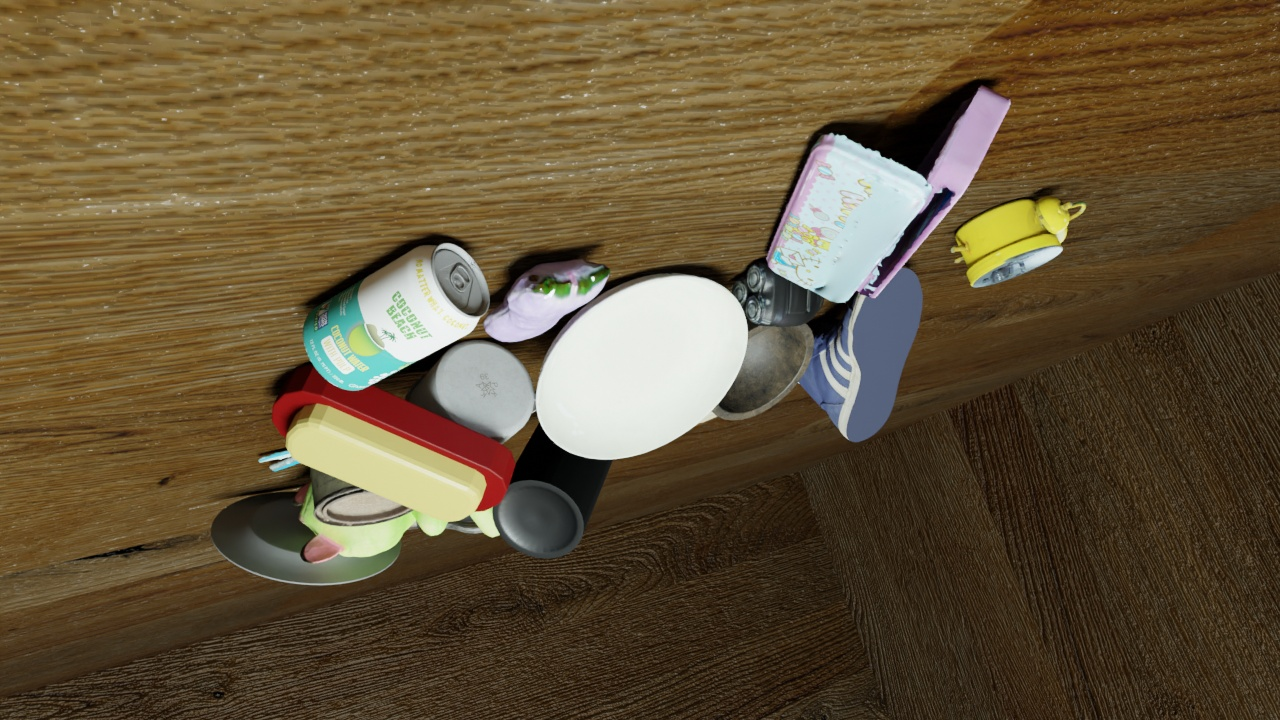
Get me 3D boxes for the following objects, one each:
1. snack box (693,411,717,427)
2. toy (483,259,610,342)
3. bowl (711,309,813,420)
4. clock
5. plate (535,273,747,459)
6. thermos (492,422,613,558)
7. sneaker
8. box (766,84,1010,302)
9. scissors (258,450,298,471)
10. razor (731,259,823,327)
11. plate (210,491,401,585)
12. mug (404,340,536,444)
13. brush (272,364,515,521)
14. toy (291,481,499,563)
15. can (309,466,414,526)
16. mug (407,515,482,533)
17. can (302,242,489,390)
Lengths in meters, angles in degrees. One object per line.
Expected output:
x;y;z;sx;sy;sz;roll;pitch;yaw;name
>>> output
0.070;0.049;1.137;0.147;0.041;0.143;-28;164;36;snack box
-0.060;-0.042;0.602;0.080;0.036;0.100;-22;176;-34;toy
0.101;-0.007;0.884;0.121;0.056;0.121;-21;137;-21;bowl
0.343;-0.110;0.827;0.119;0.057;0.083;-23;166;19;clock
-0.002;0.001;0.730;0.182;0.034;0.183;-17;135;-18;plate
-0.074;0.101;0.915;0.086;0.086;0.198;-24;-161;22;thermos
0.218;-0.034;0.977;0.091;0.118;0.233;-23;135;-17;sneaker
0.154;-0.113;0.622;0.090;0.091;0.214;-60;174;-12;box
-0.278;0.078;0.846;0.140;0.013;0.118;-23;168;8;scissors
0.124;-0.057;0.789;0.067;0.054;0.151;5;-176;22;razor
-0.326;0.168;0.906;0.178;0.012;0.178;14;-165;-4;plate
-0.120;0.032;0.713;0.113;0.084;0.071;-7;160;-37;mug
-0.177;0.066;0.655;0.173;0.041;0.082;27;141;-17;brush
-0.234;0.124;0.886;0.196;0.107;0.150;-4;-155;-19;toy
-0.234;0.092;0.780;0.090;0.074;0.090;-13;154;-6;can
-0.199;0.149;0.987;0.107;0.115;0.080;-4;124;-9;mug
-0.138;-0.024;0.518;0.102;0.055;0.054;-24;166;25;can
